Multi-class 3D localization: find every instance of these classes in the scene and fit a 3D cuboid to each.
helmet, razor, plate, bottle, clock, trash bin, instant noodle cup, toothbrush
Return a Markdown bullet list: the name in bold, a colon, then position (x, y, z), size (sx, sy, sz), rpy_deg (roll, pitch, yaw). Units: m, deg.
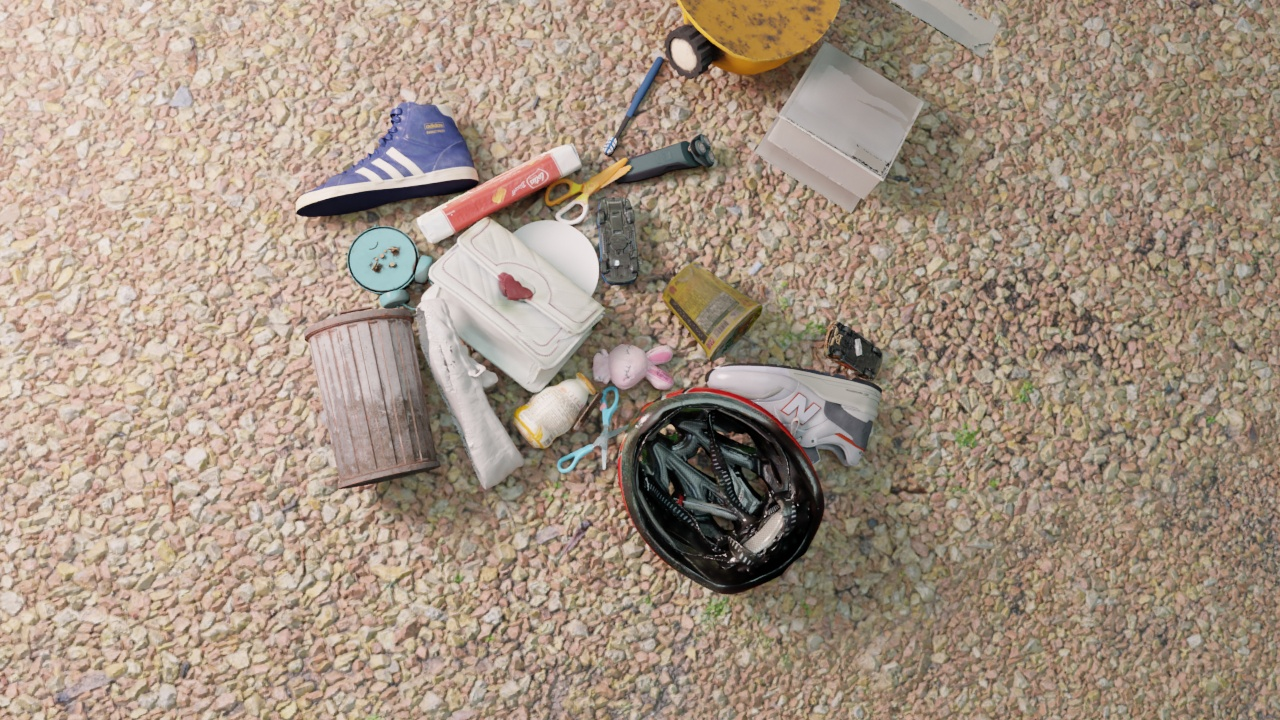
- **helmet**: position (0.140, -0.468, 1.250), size (0.254, 0.132, 0.205), rpy_deg (-41, 85, -25)
- **razor**: position (0.029, -0.271, 1.253), size (0.143, 0.052, 0.047), rpy_deg (-16, 84, 1)
- **plate**: position (-0.123, -0.121, 1.224), size (0.134, 0.011, 0.134), rpy_deg (1, 80, -6)
- **bottle**: position (-0.108, 0.061, 1.168), size (0.108, 0.063, 0.063), rpy_deg (-39, 87, -11)
- **clock**: position (-0.317, -0.115, 1.180), size (0.124, 0.053, 0.090), rpy_deg (43, 79, 2)
- **trash bin**: position (-0.325, 0.039, 1.115), size (0.130, 0.131, 0.211), rpy_deg (-12, 84, -9)
- **helmet**: position (0.092, 0.149, 1.119), size (0.217, 0.167, 0.272), rpy_deg (-43, 100, 3)
- **instant noodle cup**: position (0.089, -0.069, 1.203), size (0.102, 0.102, 0.108), rpy_deg (-43, 78, -11)
- **toothbrush**: position (-0.009, -0.355, 1.275), size (0.014, 0.014, 0.167), rpy_deg (26, 79, 10)

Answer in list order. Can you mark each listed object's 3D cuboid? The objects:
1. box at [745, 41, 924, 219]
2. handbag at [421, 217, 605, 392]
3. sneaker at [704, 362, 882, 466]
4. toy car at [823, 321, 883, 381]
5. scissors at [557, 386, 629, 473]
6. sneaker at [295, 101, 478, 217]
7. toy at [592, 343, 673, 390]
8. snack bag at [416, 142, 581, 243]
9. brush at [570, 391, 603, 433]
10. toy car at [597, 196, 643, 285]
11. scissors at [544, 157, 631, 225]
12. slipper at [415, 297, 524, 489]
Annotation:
- **box**: position (0.260, -0.300, 1.403), size (0.169, 0.404, 0.171), rpy_deg (32, 78, 0)
- **handbag**: position (-0.156, -0.076, 1.151), size (0.198, 0.096, 0.141), rpy_deg (37, 59, 2)
- **sneaker**: position (0.199, 0.078, 1.188), size (0.239, 0.089, 0.124), rpy_deg (6, 77, -9)
- **toy car**: position (0.277, -0.013, 1.234), size (0.112, 0.047, 0.047), rpy_deg (30, 77, -31)
- **scissors**: position (-0.058, 0.094, 1.166), size (0.136, 0.135, 0.015), rpy_deg (-35, 121, 26)
- **sneaker**: position (-0.336, -0.268, 1.183), size (0.233, 0.091, 0.118), rpy_deg (-12, 87, -9)
- **toy**: position (-0.007, 0.007, 1.196), size (0.110, 0.047, 0.063), rpy_deg (1, 62, -20)
- **snack bag**: position (-0.185, -0.219, 1.201), size (0.225, 0.077, 0.041), rpy_deg (-28, 108, -11)
- **brush**: position (-0.072, 0.073, 1.129), size (0.008, 0.143, 0.045), rpy_deg (36, 70, -2)
- **toy car**: position (-0.029, -0.157, 1.224), size (0.056, 0.044, 0.120), rpy_deg (-4, 79, -7)
- **scissors**: position (-0.064, -0.229, 1.235), size (0.130, 0.013, 0.070), rpy_deg (-26, 87, 4)
- **slipper**: position (-0.209, 0.038, 1.123), size (0.074, 0.112, 0.247), rpy_deg (-31, 109, -31)
